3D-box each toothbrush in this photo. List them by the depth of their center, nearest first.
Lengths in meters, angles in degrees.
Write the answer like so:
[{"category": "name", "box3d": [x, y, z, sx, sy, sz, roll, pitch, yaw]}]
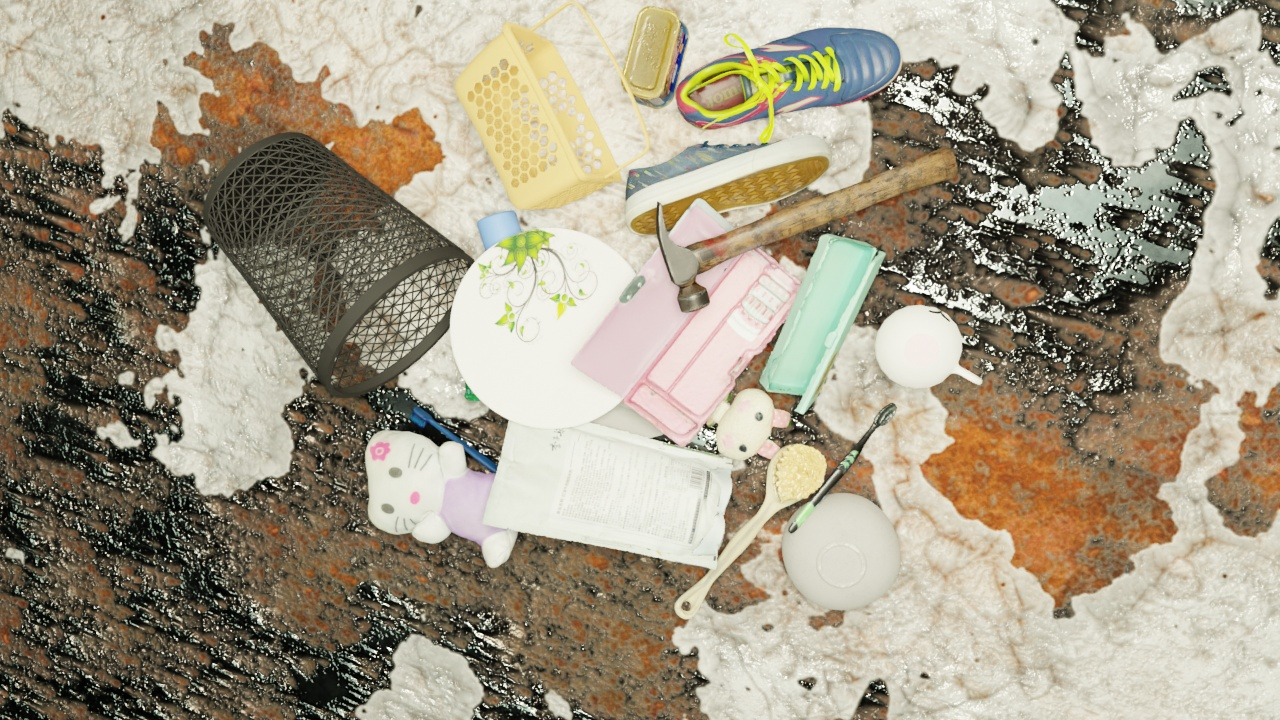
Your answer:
[{"category": "toothbrush", "box3d": [0.227, 0.121, 1.030, 0.014, 0.017, 0.188, 40, 87, -2]}, {"category": "toothbrush", "box3d": [-0.209, 0.119, 1.143, 0.190, 0.016, 0.017, 35, 110, 5]}]

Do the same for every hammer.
[{"category": "hammer", "box3d": [0.178, -0.163, 0.973, 0.330, 0.033, 0.120, -21, 106, -3]}]

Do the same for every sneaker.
[{"category": "sneaker", "box3d": [0.157, -0.295, 0.974, 0.242, 0.091, 0.116, -12, 92, 12]}, {"category": "sneaker", "box3d": [0.089, -0.211, 1.009, 0.236, 0.087, 0.079, -16, 69, 11]}]

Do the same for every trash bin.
[{"category": "trash bin", "box3d": [-0.351, -0.119, 1.049, 0.243, 0.216, 0.217, 43, 103, 10]}]

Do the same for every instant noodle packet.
[{"category": "instant noodle packet", "box3d": [-0.033, 0.148, 1.057, 0.269, 0.057, 0.146, 13, 68, 0]}]

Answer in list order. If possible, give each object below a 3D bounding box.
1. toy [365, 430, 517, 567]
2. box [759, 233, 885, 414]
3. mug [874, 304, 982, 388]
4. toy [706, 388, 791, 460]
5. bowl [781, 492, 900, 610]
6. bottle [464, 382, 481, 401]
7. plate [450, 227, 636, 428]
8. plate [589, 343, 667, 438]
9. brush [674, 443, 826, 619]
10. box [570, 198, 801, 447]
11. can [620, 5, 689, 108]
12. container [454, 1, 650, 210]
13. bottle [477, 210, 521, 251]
[{"category": "toy", "box3d": [-0.238, 0.159, 1.113, 0.209, 0.085, 0.138, 15, 101, 14]}, {"category": "box", "box3d": [0.208, -0.032, 0.982, 0.077, 0.079, 0.189, 8, 116, -30]}, {"category": "mug", "box3d": [0.314, -0.006, 0.989, 0.124, 0.076, 0.090, 31, 102, 6]}, {"category": "toy", "box3d": [0.119, 0.072, 1.056, 0.112, 0.050, 0.087, 27, 102, -2]}, {"category": "bowl", "box3d": [0.228, 0.222, 1.043, 0.132, 0.064, 0.132, 2, 98, 11]}, {"category": "bottle", "box3d": [-0.194, -0.007, 1.110, 0.043, 0.042, 0.110, 0, 96, 11]}, {"category": "plate", "box3d": [-0.102, -0.037, 1.059, 0.229, 0.030, 0.229, 0, 95, -4]}, {"category": "plate", "box3d": [-0.006, 0.006, 1.084, 0.173, 0.019, 0.173, 2, 98, 11]}, {"category": "brush", "box3d": [0.121, 0.203, 1.066, 0.062, 0.077, 0.273, 39, 108, 13]}, {"category": "box", "box3d": [0.055, -0.041, 1.027, 0.180, 0.055, 0.233, 38, 95, -15]}, {"category": "can", "box3d": [0.016, -0.334, 1.014, 0.054, 0.059, 0.100, 17, 101, 9]}, {"category": "container", "box3d": [-0.088, -0.273, 1.005, 0.167, 0.129, 0.183, -28, 89, 24]}, {"category": "bottle", "box3d": [-0.151, -0.108, 1.083, 0.048, 0.048, 0.131, -16, 94, 13]}]
